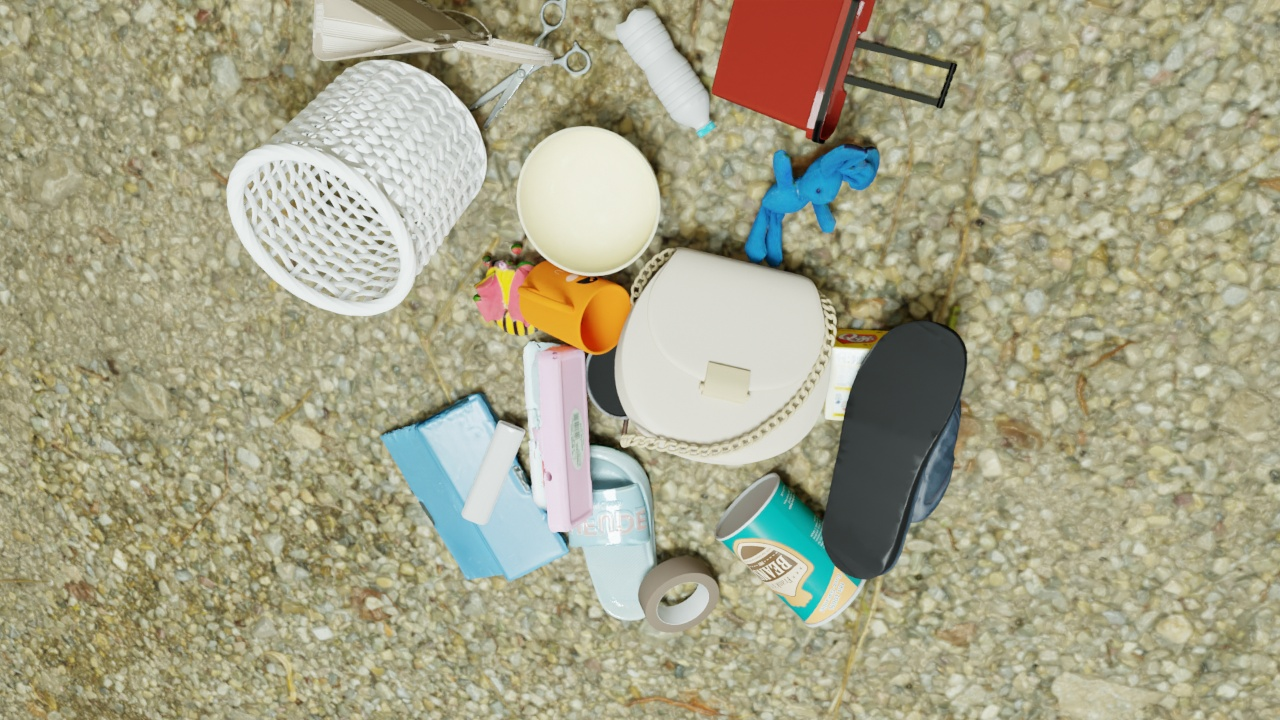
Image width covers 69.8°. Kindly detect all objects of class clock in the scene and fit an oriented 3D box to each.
[{"bbox_3d":[-0.006,0.006,1.010,0.104,0.056,0.148,41,119,23],"label":"clock"}]

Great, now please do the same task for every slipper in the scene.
[{"bbox_3d":[-0.034,0.211,1.095,0.104,0.074,0.245,-7,109,15],"label":"slipper"},{"bbox_3d":[0.262,0.088,0.916,0.109,0.083,0.266,26,108,44],"label":"slipper"}]

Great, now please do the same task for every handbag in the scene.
[{"bbox_3d":[0.082,0.001,0.936,0.210,0.103,0.208,13,81,-6],"label":"handbag"},{"bbox_3d":[-0.181,-0.307,0.886,0.198,0.175,0.062,13,112,6],"label":"handbag"}]

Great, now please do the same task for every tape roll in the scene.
[{"bbox_3d":[0.046,0.281,1.100,0.093,0.030,0.094,-10,122,-16],"label":"tape roll"}]

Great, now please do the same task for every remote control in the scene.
[{"bbox_3d":[-0.175,0.135,1.089,0.033,0.012,0.131,22,102,-6],"label":"remote control"}]

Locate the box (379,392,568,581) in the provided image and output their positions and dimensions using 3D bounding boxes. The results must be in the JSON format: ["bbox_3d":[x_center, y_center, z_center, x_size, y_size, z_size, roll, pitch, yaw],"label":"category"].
[{"bbox_3d":[-0.211,0.170,1.133,0.176,0.060,0.232,-24,104,21],"label":"box"}]

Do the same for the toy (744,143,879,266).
[{"bbox_3d":[0.170,-0.164,0.910,0.177,0.112,0.071,-43,59,43],"label":"toy"}]

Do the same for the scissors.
[{"bbox_3d":[-0.121,-0.316,0.953,0.153,0.014,0.131,-8,108,13],"label":"scissors"}]

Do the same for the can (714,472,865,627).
[{"bbox_3d":[0.169,0.212,1.032,0.144,0.099,0.099,44,113,-5],"label":"can"}]

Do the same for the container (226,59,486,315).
[{"bbox_3d":[-0.275,-0.174,0.919,0.189,0.186,0.190,11,135,12],"label":"container"}]

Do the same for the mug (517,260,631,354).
[{"bbox_3d":[-0.081,-0.060,0.967,0.096,0.112,0.078,25,100,38],"label":"mug"}]

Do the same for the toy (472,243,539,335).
[{"bbox_3d":[-0.145,-0.073,1.034,0.084,0.046,0.103,-21,109,6],"label":"toy"}]

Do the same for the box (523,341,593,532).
[{"bbox_3d":[-0.107,0.082,1.026,0.101,0.111,0.201,0,97,25],"label":"box"}]

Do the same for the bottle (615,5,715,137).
[{"bbox_3d":[0.029,-0.284,0.912,0.044,0.044,0.136,-32,100,22],"label":"bottle"}]

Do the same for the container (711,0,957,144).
[{"bbox_3d":[0.183,-0.275,0.841,0.201,0.126,0.148,20,113,13],"label":"container"}]

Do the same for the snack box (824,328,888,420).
[{"bbox_3d":[0.249,0.016,0.960,0.106,0.061,0.084,4,112,12],"label":"snack box"}]

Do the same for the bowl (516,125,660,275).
[{"bbox_3d":[-0.046,-0.170,0.955,0.151,0.075,0.151,4,110,12],"label":"bowl"}]
